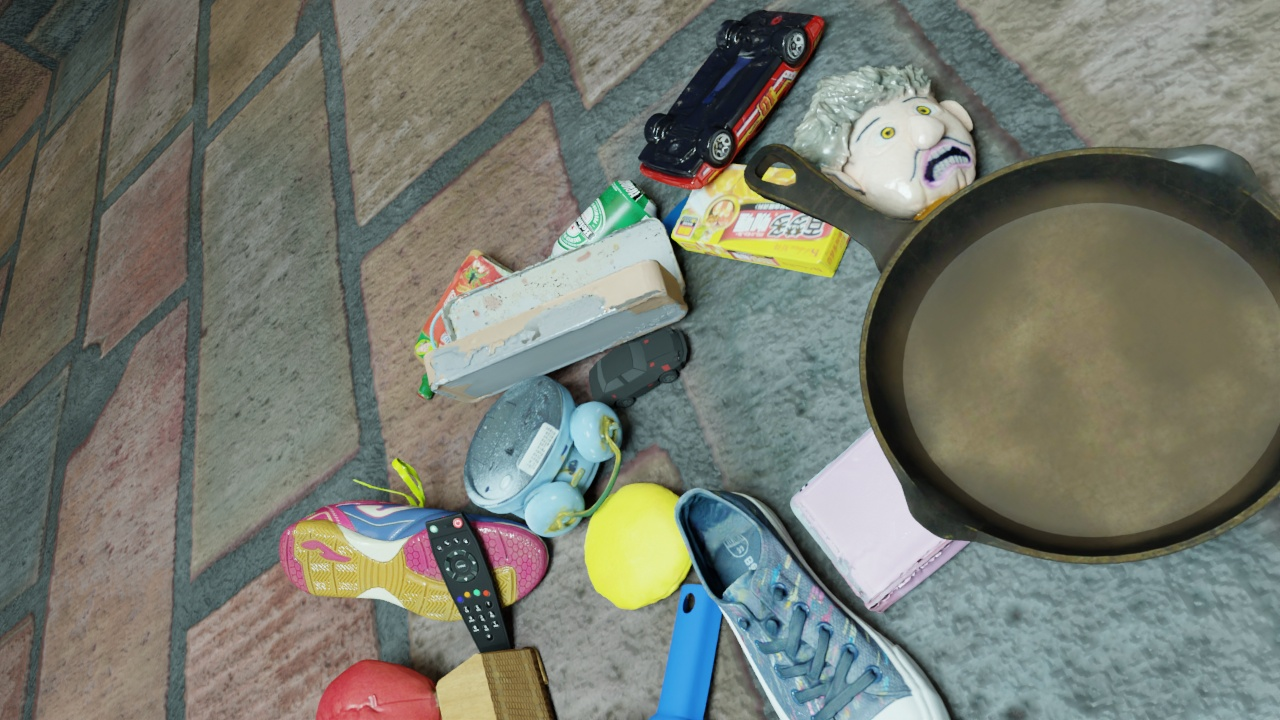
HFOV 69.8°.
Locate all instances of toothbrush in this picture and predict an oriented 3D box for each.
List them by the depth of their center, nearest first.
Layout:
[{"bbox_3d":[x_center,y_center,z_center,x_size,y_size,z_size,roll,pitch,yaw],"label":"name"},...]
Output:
[{"bbox_3d":[0.009,-0.090,0.796,0.021,0.016,0.132,36,93,41],"label":"toothbrush"}]

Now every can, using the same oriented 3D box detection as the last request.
[{"bbox_3d":[-0.032,-0.112,0.815,0.101,0.053,0.053,-44,48,12],"label":"can"}]

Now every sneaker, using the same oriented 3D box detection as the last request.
[{"bbox_3d":[0.089,0.166,0.556,0.087,0.079,0.235,-47,47,9],"label":"sneaker"},{"bbox_3d":[-0.185,0.150,0.783,0.242,0.091,0.116,0,101,17],"label":"sneaker"}]

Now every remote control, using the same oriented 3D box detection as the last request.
[{"bbox_3d":[-0.132,0.178,0.721,0.039,0.010,0.125,-16,101,13],"label":"remote control"}]

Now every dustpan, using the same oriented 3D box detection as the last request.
[{"bbox_3d":[0.002,0.260,0.569,0.246,0.059,0.257,-11,54,39],"label":"dustpan"}]

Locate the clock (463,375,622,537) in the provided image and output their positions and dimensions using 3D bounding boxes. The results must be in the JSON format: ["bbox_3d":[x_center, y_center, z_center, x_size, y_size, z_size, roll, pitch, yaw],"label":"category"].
[{"bbox_3d":[-0.076,0.078,0.734,0.162,0.060,0.118,19,76,52],"label":"clock"}]

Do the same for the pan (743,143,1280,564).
[{"bbox_3d":[0.196,-0.037,0.535,0.356,0.043,0.249,40,95,34],"label":"pan"}]

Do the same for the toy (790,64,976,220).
[{"bbox_3d":[0.180,-0.142,0.633,0.132,0.076,0.176,-30,65,-11],"label":"toy"}]

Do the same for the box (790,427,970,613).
[{"bbox_3d":[0.200,0.045,0.552,0.233,0.046,0.098,-43,47,13],"label":"box"}]

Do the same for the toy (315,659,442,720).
[{"bbox_3d":[-0.236,0.326,0.730,0.217,0.098,0.147,-44,55,20],"label":"toy"}]

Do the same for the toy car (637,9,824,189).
[{"bbox_3d":[0.076,-0.223,0.775,0.082,0.056,0.189,27,75,45],"label":"toy car"}]

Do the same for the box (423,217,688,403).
[{"bbox_3d":[-0.073,-0.036,0.752,0.216,0.107,0.095,-21,97,15],"label":"box"}]

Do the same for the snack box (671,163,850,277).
[{"bbox_3d":[0.099,-0.115,0.729,0.152,0.025,0.075,18,79,43],"label":"snack box"}]

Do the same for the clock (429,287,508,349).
[{"bbox_3d":[-0.142,-0.024,0.846,0.123,0.042,0.087,9,79,20],"label":"clock"}]

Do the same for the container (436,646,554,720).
[{"bbox_3d":[-0.103,0.268,0.671,0.063,0.061,0.114,-39,49,17],"label":"container"}]

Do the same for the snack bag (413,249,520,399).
[{"bbox_3d":[-0.177,-0.029,0.907,0.087,0.044,0.155,36,98,32],"label":"snack bag"}]

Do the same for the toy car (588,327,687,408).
[{"bbox_3d":[-0.004,0.004,0.744,0.092,0.036,0.042,-31,52,23],"label":"toy car"}]

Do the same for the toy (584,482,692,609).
[{"bbox_3d":[-0.002,0.135,0.673,0.096,0.041,0.094,-13,63,35],"label":"toy"}]
